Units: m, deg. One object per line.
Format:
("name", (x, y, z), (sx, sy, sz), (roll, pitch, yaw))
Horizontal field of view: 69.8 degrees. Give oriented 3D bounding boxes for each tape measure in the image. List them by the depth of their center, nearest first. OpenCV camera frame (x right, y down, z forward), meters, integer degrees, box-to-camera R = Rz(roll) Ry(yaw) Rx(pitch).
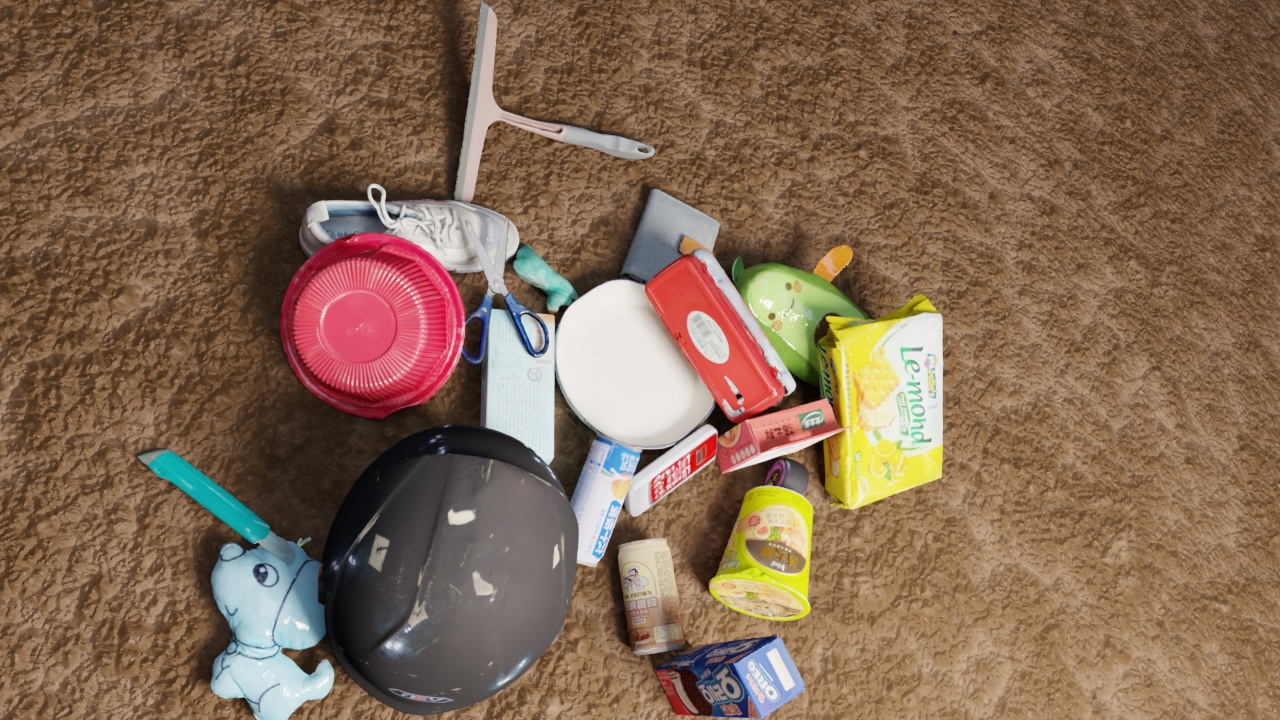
("tape measure", (0.174, 0.146, 1.085), (0.039, 0.058, 0.057), (23, 62, -12))

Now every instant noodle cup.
("instant noodle cup", (-0.278, -0.035, 0.934), (0.194, 0.066, 0.194), (0, 94, -3))
("instant noodle cup", (0.144, 0.211, 1.029), (0.111, 0.112, 0.123), (25, 56, -11))

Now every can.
("can", (-0.046, 0.149, 0.983), (0.053, 0.053, 0.134), (22, 85, -12))
("can", (0.011, 0.253, 0.985), (0.058, 0.059, 0.116), (-2, 72, -21))

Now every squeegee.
("squeegee", (-0.100, -0.288, 1.151), (0.249, 0.040, 0.247), (10, 84, -23))

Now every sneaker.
("sneaker", (-0.249, -0.150, 1.016), (0.242, 0.091, 0.089), (-3, 73, -22))

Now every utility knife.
("utility knife", (-0.402, 0.139, 0.878), (0.187, 0.013, 0.029), (33, 45, 10))

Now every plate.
("plate", (-0.006, 0.006, 1.076), (0.204, 0.046, 0.204), (7, 68, -19))

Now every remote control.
("remote control", (0.036, 0.125, 1.044), (0.135, 0.056, 0.020), (-33, 53, -28))

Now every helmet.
("helmet", (-0.174, 0.191, 0.848), (0.233, 0.231, 0.274), (15, 73, -13))

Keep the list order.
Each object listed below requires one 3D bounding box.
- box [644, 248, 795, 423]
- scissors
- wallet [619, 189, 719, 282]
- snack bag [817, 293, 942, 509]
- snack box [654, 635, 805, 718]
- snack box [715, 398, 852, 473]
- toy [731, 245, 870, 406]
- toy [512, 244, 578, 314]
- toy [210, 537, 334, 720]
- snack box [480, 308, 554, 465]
("box", (0.103, -0.034, 1.074), (0.201, 0.095, 0.098), (56, 26, 4))
("scissors", (-0.151, -0.069, 0.999), (0.163, 0.012, 0.162), (32, 72, -10))
("wallet", (0.042, -0.141, 1.152), (0.106, 0.037, 0.129), (24, 65, -10))
("snack bag", (0.286, 0.053, 1.105), (0.157, 0.068, 0.247), (-14, 109, -25))
("snack box", (0.082, 0.313, 0.905), (0.057, 0.208, 0.058), (-22, 80, -26))
("snack box", (0.160, 0.085, 1.063), (0.113, 0.127, 0.044), (-13, 76, -25))
("toy", (0.215, -0.041, 1.147), (0.246, 0.090, 0.226), (30, 77, -13))
("toy", (-0.110, -0.091, 1.069), (0.092, 0.030, 0.096), (38, 26, -15))
("toy", (-0.344, 0.244, 0.861), (0.161, 0.050, 0.156), (36, 63, -7))
("snack box", (-0.137, 0.032, 1.014), (0.074, 0.052, 0.174), (5, 69, -17))
